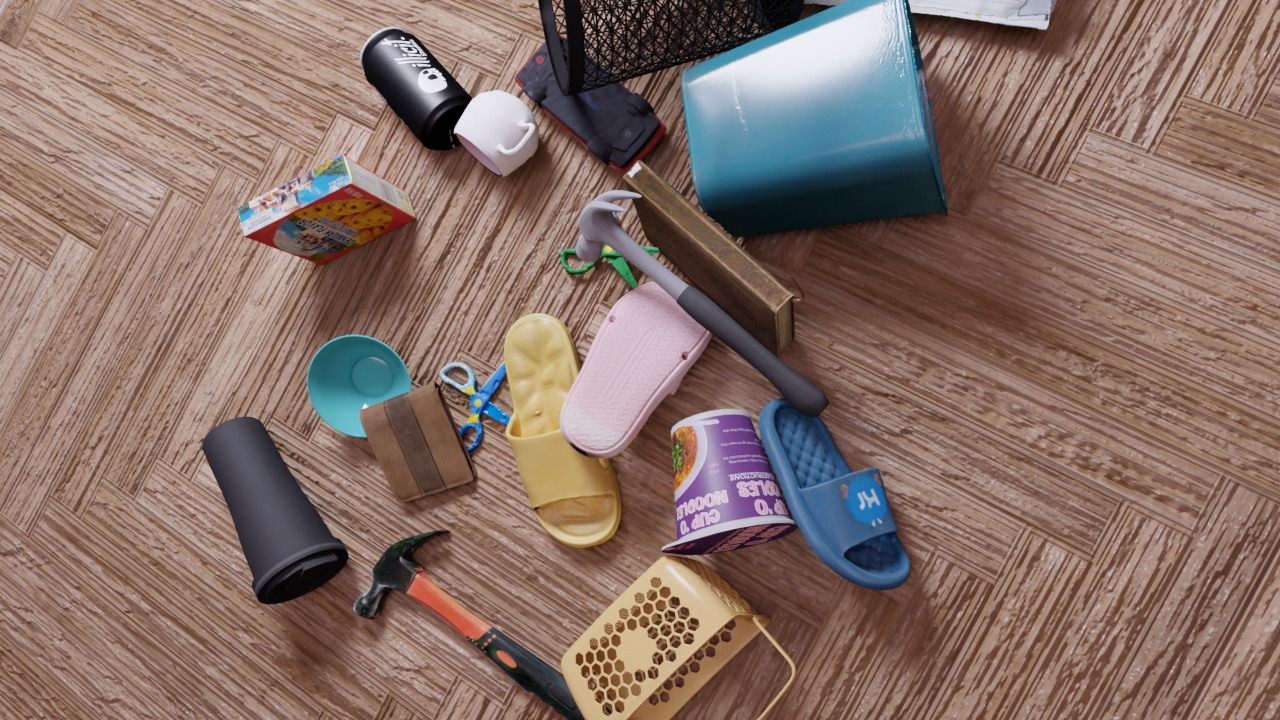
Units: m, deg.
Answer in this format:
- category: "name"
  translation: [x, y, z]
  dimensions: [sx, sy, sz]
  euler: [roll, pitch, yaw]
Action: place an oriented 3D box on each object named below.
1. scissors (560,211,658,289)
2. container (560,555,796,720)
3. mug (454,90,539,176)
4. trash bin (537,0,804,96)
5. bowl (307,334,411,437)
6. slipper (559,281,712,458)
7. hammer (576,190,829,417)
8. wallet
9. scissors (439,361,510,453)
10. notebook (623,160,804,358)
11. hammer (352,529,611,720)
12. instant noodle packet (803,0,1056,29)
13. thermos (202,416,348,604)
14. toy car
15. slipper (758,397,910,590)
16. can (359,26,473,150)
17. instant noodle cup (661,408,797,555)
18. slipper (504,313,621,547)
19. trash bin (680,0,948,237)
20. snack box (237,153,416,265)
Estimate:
- category: "scissors"
  translation: [-0.031, -0.131, 1.022]
  dimensions: [0.130, 0.012, 0.116]
  euler: [3, 78, 28]
- category: "container"
  translation: [0.038, 0.303, 0.889]
  dimensions: [0.183, 0.129, 0.167]
  euler: [-46, 64, 6]
- category: "mug"
  translation: [-0.152, -0.257, 1.034]
  dimensions: [0.076, 0.090, 0.124]
  euler: [-50, 36, -6]
- category: "trash bin"
  translation: [0.025, -0.399, 0.932]
  dimensions: [0.243, 0.217, 0.216]
  euler: [-11, 78, -8]
- category: "bowl"
  translation: [-0.319, 0.025, 1.067]
  dimensions: [0.121, 0.046, 0.121]
  euler: [1, 104, 3]
- category: "slipper"
  translation: [-0.006, 0.006, 0.959]
  dimensions: [0.107, 0.056, 0.221]
  euler: [31, 69, 11]
- category: "hammer"
  translation: [0.060, -0.053, 0.905]
  dimensions: [0.311, 0.125, 0.029]
  euler: [41, 64, 8]
- category: "wallet"
  translation: [-0.252, 0.094, 1.038]
  dimensions: [0.099, 0.027, 0.121]
  euler: [-19, 100, 11]
- category: "scissors"
  translation: [-0.187, 0.048, 1.053]
  dimensions: [0.130, 0.013, 0.125]
  euler: [38, 95, 16]
- category: "notebook"
  translation: [0.071, -0.104, 0.907]
  dimensions: [0.034, 0.190, 0.215]
  euler: [-44, 72, -5]
- category: "hammer"
  translation: [-0.158, 0.309, 0.998]
  dimensions: [0.333, 0.033, 0.133]
  euler: [32, 91, 17]
- category: "instant noodle packet"
  translation: [0.304, -0.424, 0.962]
  dimensions: [0.269, 0.057, 0.146]
  euler: [18, 85, 23]
- category: "thermos"
  translation: [-0.431, 0.171, 1.065]
  dimensions: [0.106, 0.105, 0.218]
  euler: [-40, 68, 8]
- category: "toy car"
  translation: [-0.058, -0.292, 1.039]
  dimensions: [0.189, 0.056, 0.081]
  euler: [44, 96, 18]
- category: "slipper"
  translation: [0.186, 0.123, 0.883]
  dimensions: [0.213, 0.103, 0.059]
  euler: [60, 140, 21]
- category: "can"
  translation: [-0.264, -0.323, 1.092]
  dimensions: [0.080, 0.080, 0.146]
  euler: [-43, 73, 6]
- category: "instant noodle cup"
  translation: [0.075, 0.120, 0.913]
  dimensions: [0.136, 0.122, 0.121]
  euler: [-4, 68, -17]
- category: "slipper"
  translation: [-0.097, 0.074, 0.988]
  dimensions: [0.100, 0.078, 0.263]
  euler: [-17, 78, 16]
- category: "trash bin"
  translation: [0.171, -0.226, 0.900]
  dimensions: [0.219, 0.199, 0.196]
  euler: [-10, 79, 22]
- category: "snack box"
  translation: [-0.360, -0.171, 1.066]
  dimensions: [0.145, 0.142, 0.040]
  euler: [-23, 78, 12]
